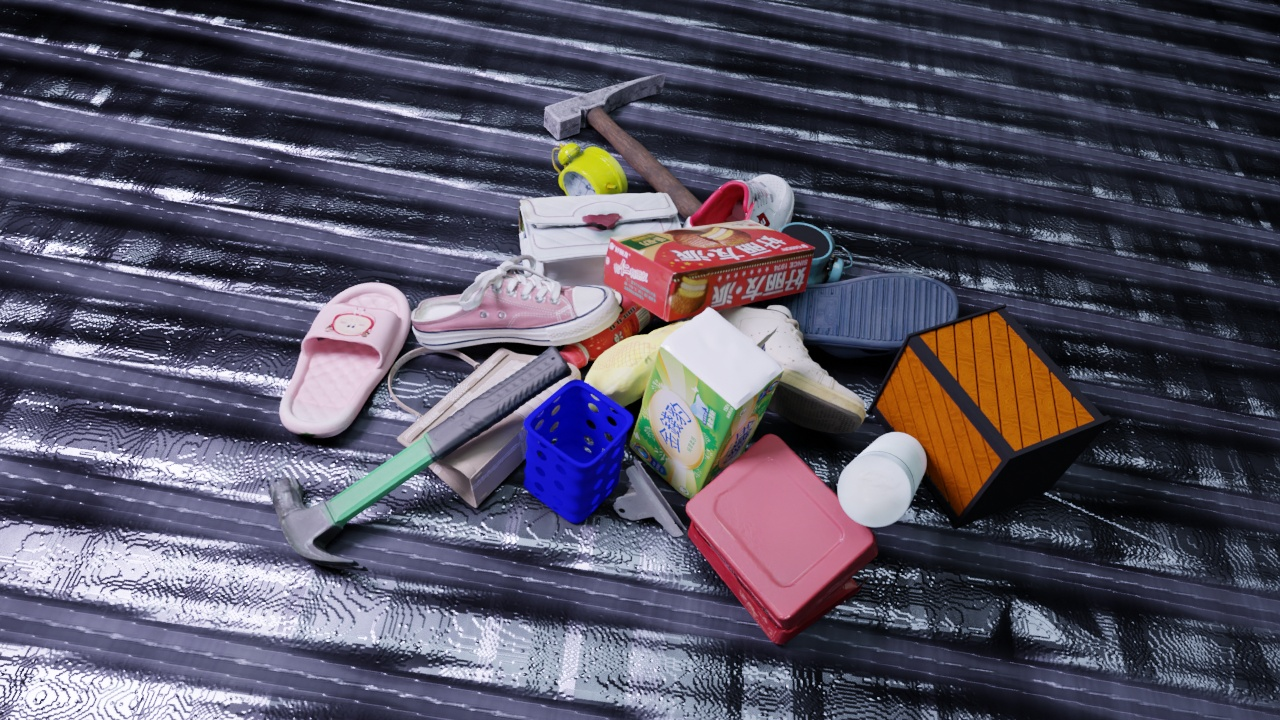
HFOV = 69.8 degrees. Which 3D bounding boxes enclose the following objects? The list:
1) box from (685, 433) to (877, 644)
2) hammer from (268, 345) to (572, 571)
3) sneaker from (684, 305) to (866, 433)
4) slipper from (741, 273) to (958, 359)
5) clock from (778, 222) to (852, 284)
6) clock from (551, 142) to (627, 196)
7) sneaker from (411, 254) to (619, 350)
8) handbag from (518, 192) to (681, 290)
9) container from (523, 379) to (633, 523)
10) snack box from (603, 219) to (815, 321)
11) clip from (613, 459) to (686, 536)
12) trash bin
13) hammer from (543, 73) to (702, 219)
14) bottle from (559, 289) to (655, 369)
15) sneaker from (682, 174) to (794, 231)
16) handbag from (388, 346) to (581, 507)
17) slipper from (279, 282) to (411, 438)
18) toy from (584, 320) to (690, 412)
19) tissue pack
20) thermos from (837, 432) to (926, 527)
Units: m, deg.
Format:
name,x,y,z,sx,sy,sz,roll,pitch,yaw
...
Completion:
name,x,y,z,sx,sy,sz,roll,pitch,yaw
box,0.136,0.174,0.903,0.136,0.127,0.157,-30,60,-23
hammer,-0.207,0.088,0.907,0.318,0.032,0.130,-35,58,-7
sneaker,0.164,-0.006,1.066,0.241,0.089,0.102,31,69,23
slipper,0.254,-0.043,1.136,0.264,0.082,0.101,-1,62,15
clock,0.226,-0.140,1.222,0.124,0.053,0.090,-4,52,-16
clock,-0.073,-0.251,1.249,0.119,0.083,0.056,37,61,18
sneaker,-0.146,-0.070,1.039,0.241,0.088,0.118,-5,37,4
handbag,-0.050,-0.154,1.163,0.198,0.096,0.141,-6,51,-11
container,-0.066,0.095,0.940,0.084,0.114,0.084,34,54,19
snack box,0.083,-0.110,1.071,0.235,0.060,0.113,-14,34,-38
clip,0.000,0.148,0.949,0.054,0.102,0.043,-12,31,41
trash bin,0.379,0.060,1.021,0.139,0.140,0.171,-16,55,-21
hammer,0.028,-0.307,1.342,0.217,0.037,0.300,-26,60,-27
bottle,-0.044,-0.035,1.087,0.062,0.062,0.137,34,52,18
sneaker,0.137,-0.202,1.226,0.090,0.104,0.235,38,55,21
handbag,-0.196,0.041,1.011,0.198,0.062,0.175,28,53,24
slipper,-0.332,-0.007,1.024,0.107,0.056,0.221,12,51,3
toy,-0.006,0.006,1.005,0.154,0.170,0.064,-37,92,-6
tissue pack,0.084,0.035,0.960,0.120,0.198,0.141,45,57,13
thermos,0.246,0.115,0.919,0.068,0.068,0.229,31,12,17
